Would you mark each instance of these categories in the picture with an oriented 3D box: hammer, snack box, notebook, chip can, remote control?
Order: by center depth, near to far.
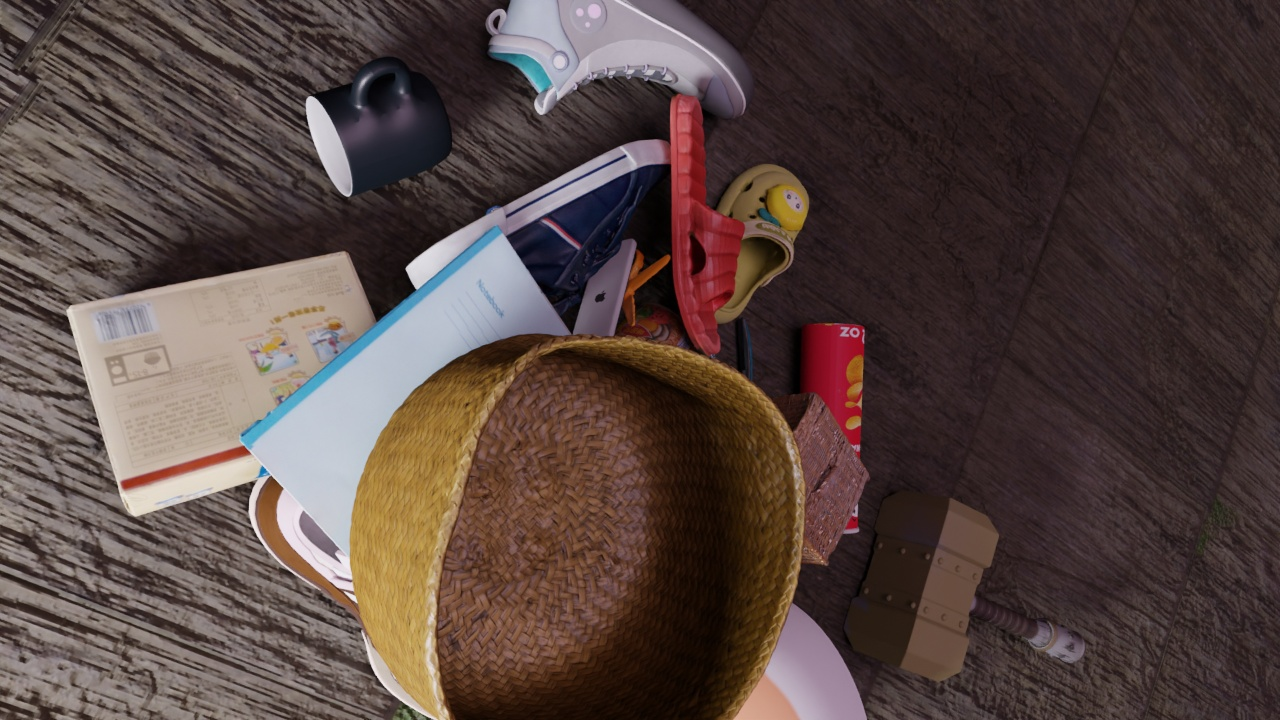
[{"bbox_3d":[-0.302,0.011,0.705,0.207,0.055,0.153,-17,72,-29],"label":"snack box"},{"bbox_3d":[-0.150,0.040,0.713,0.252,0.009,0.181,-46,117,-25],"label":"notebook"},{"bbox_3d":[-0.036,-0.055,0.856,0.008,0.045,0.146,49,42,-41],"label":"remote control"},{"bbox_3d":[0.205,0.072,0.994,0.069,0.069,0.220,4,87,-28],"label":"chip can"},{"bbox_3d":[0.412,0.297,1.081,0.324,0.101,0.190,26,78,-25],"label":"hammer"}]

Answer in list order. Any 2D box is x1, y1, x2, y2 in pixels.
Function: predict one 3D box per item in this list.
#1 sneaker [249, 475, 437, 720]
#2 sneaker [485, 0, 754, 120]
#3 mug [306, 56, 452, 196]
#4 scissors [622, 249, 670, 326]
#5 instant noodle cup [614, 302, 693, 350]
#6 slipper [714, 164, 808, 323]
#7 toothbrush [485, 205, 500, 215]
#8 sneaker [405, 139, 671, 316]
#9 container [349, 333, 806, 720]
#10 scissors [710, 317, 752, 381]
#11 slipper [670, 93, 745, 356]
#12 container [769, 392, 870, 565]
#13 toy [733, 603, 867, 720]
[{"bbox_3d":[-0.195,0.196,0.757,0.111,0.117,0.294,-40,107,-22],"label":"sneaker"},{"bbox_3d":[-0.018,-0.277,0.880,0.256,0.093,0.160,34,83,-24],"label":"sneaker"},{"bbox_3d":[-0.212,-0.201,0.753,0.094,0.122,0.085,-27,72,-26],"label":"mug"},{"bbox_3d":[-0.017,-0.061,0.869,0.011,0.125,0.131,35,112,-25],"label":"scissors"},{"bbox_3d":[-0.005,0.005,0.876,0.100,0.101,0.112,48,62,-19],"label":"instant noodle cup"},{"bbox_3d":[0.116,-0.124,0.945,0.091,0.082,0.190,38,76,-19],"label":"slipper"},{"bbox_3d":[-0.102,-0.068,0.867,0.016,0.014,0.166,-31,104,-24],"label":"toothbrush"},{"bbox_3d":[-0.060,-0.100,0.829,0.293,0.121,0.127,-37,99,-32],"label":"sneaker"},{"bbox_3d":[-0.053,0.130,0.659,0.306,0.197,0.307,1,88,-36],"label":"container"},{"bbox_3d":[0.100,0.022,0.968,0.151,0.019,0.118,43,68,-26],"label":"scissors"},{"bbox_3d":[0.066,-0.127,0.865,0.059,0.103,0.249,-3,96,15],"label":"slipper"},{"bbox_3d":[0.102,0.115,0.868,0.113,0.199,0.113,50,57,-22],"label":"container"},{"bbox_3d":[0.054,0.336,0.805,0.279,0.266,0.263,-22,93,-41],"label":"toy"}]
